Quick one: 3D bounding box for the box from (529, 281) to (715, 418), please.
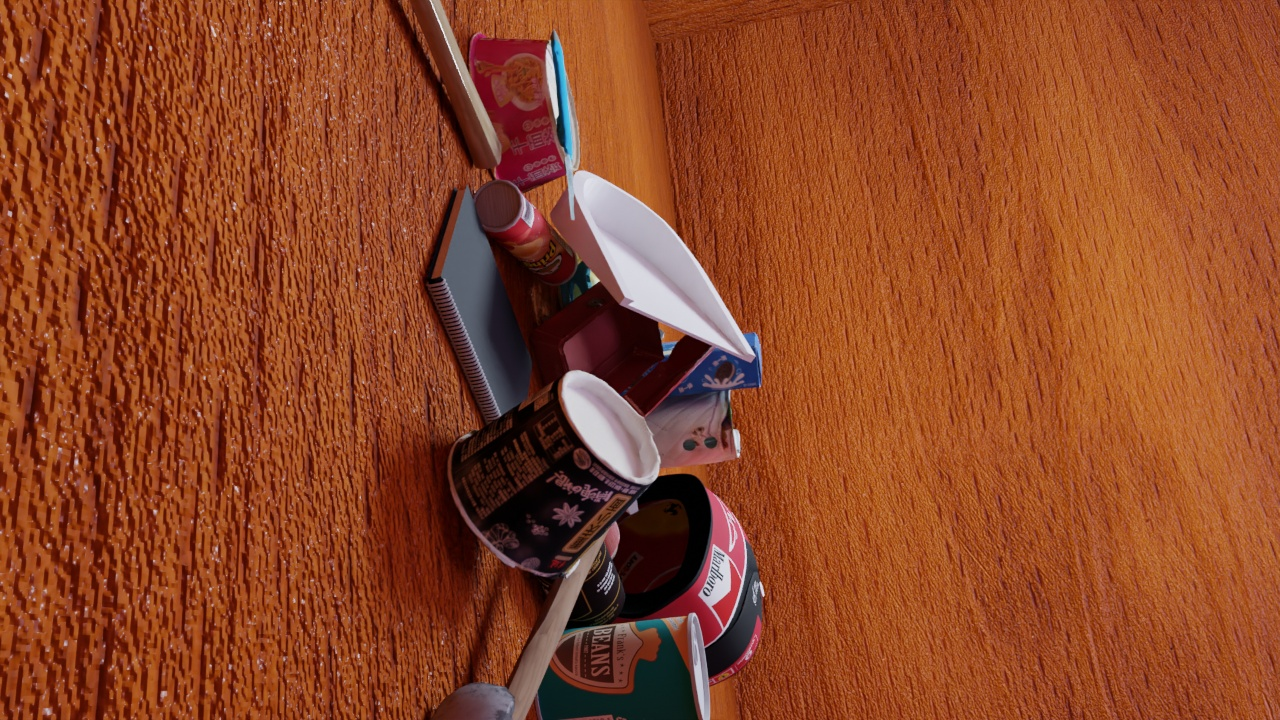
[{"bbox_3d":[-0.031,-0.007,1.025,0.157,0.156,0.147,-43,175,-37],"label":"box"}]

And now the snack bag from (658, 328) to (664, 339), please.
[{"bbox_3d":[-0.029,-0.078,1.288,0.155,0.018,0.074,40,9,0],"label":"snack bag"}]

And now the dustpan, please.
[{"bbox_3d":[0.006,-0.116,0.985,0.191,0.053,0.257,22,20,-41],"label":"dustpan"}]

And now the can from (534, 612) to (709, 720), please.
[{"bbox_3d":[-0.015,0.292,0.846,0.099,0.144,0.099,-8,89,-82],"label":"can"}]

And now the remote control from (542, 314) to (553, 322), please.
[{"bbox_3d":[-0.087,0.019,1.089,0.074,0.019,0.151,-46,127,-80],"label":"remote control"}]

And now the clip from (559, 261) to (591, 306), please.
[{"bbox_3d":[-0.097,-0.096,1.081,0.031,0.121,0.130,-22,119,-84],"label":"clip"}]

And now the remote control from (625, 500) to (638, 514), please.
[{"bbox_3d":[-0.056,0.104,0.969,0.143,0.024,0.050,44,-24,35],"label":"remote control"}]

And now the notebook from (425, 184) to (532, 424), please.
[{"bbox_3d":[-0.136,-0.029,0.812,0.148,0.016,0.207,-91,169,-51],"label":"notebook"}]

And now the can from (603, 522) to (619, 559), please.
[{"bbox_3d":[-0.068,0.141,0.919,0.067,0.067,0.170,-90,168,-46],"label":"can"}]

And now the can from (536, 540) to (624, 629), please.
[{"bbox_3d":[-0.062,0.201,0.879,0.071,0.072,0.129,-90,168,-46],"label":"can"}]

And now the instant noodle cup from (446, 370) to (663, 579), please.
[{"bbox_3d":[-0.059,0.080,0.695,0.137,0.112,0.137,40,23,-22],"label":"instant noodle cup"}]

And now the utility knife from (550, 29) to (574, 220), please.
[{"bbox_3d":[-0.076,-0.232,0.907,0.031,0.015,0.224,59,21,-64],"label":"utility knife"}]

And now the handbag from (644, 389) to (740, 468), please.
[{"bbox_3d":[0.028,0.095,1.188,0.141,0.199,0.096,-63,145,-75],"label":"handbag"}]

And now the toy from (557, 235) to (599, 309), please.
[{"bbox_3d":[-0.072,-0.078,1.168,0.171,0.064,0.154,82,-8,-57],"label":"toy"}]

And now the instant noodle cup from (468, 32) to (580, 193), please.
[{"bbox_3d":[-0.117,-0.265,0.980,0.178,0.078,0.178,-8,89,-82],"label":"instant noodle cup"}]

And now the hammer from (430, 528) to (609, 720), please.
[{"bbox_3d":[-0.070,0.204,0.701,0.327,0.052,0.098,-64,145,-59],"label":"hammer"}]

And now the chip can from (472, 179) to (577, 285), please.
[{"bbox_3d":[-0.114,-0.126,0.941,0.214,0.052,0.051,42,40,-77],"label":"chip can"}]

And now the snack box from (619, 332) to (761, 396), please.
[{"bbox_3d":[0.040,0.009,1.214,0.195,0.239,0.056,-43,127,-80],"label":"snack box"}]

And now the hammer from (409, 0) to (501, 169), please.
[{"bbox_3d":[-0.170,-0.280,0.743,0.323,0.051,0.117,74,10,-57],"label":"hammer"}]

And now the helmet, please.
[{"bbox_3d":[0.040,0.272,1.067,0.270,0.198,0.225,-86,157,-58],"label":"helmet"}]
